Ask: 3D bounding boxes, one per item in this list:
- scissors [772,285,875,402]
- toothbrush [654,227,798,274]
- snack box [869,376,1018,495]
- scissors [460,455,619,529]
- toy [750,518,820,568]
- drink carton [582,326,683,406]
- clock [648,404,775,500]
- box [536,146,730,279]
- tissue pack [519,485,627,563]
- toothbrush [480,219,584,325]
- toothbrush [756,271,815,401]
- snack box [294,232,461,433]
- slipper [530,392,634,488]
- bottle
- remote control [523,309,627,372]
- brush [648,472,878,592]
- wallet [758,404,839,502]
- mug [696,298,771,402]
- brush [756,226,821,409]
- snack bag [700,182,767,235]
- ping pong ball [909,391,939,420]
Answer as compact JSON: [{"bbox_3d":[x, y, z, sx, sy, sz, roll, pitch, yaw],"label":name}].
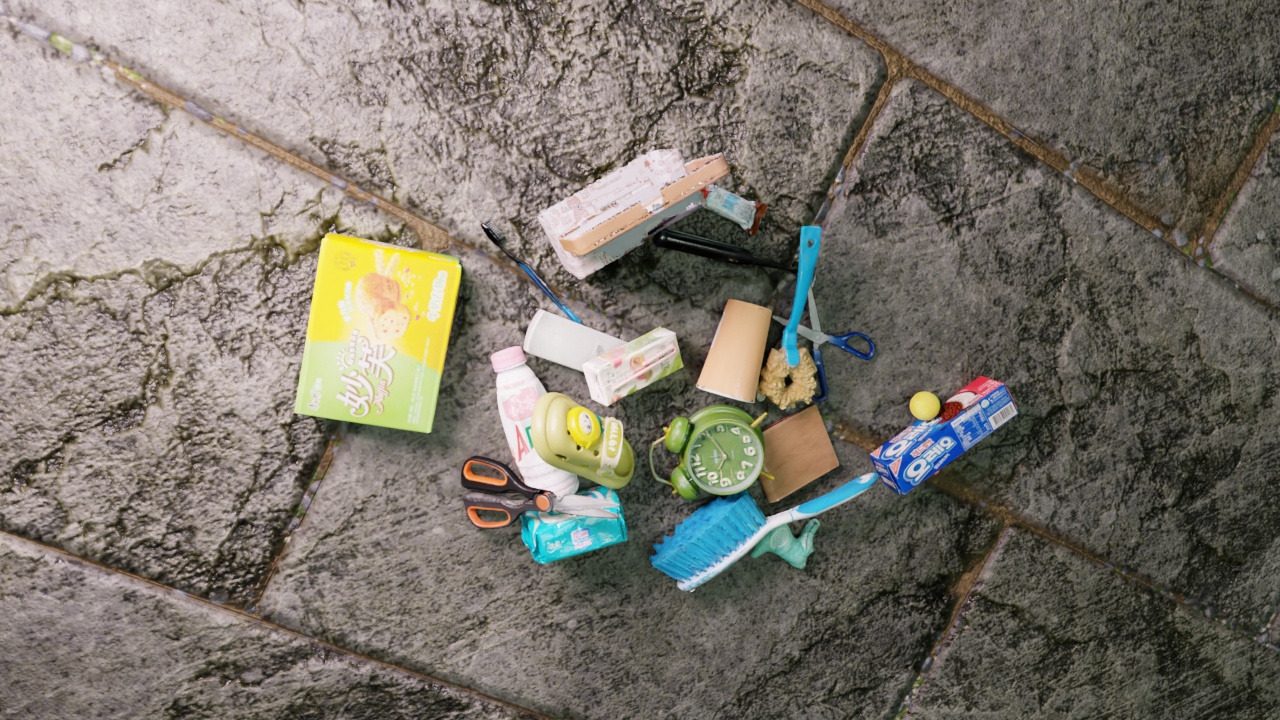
[{"bbox_3d":[0.246,-0.021,1.231,0.174,0.012,0.162,2,107,-20],"label":"scissors"},{"bbox_3d":[0.121,-0.137,1.179,0.212,0.027,0.026,11,143,-17],"label":"toothbrush"},{"bbox_3d":[0.424,0.104,1.286,0.207,0.058,0.057,-34,107,-5],"label":"snack box"},{"bbox_3d":[-0.124,0.182,1.118,0.235,0.021,0.149,26,114,20],"label":"scissors"},{"bbox_3d":[0.208,0.252,1.280,0.092,0.030,0.096,38,83,-23],"label":"toy"},{"bbox_3d":[-0.007,0.007,1.147,0.122,0.045,0.053,-26,117,-24],"label":"drink carton"},{"bbox_3d":[0.091,0.123,1.201,0.161,0.056,0.116,-9,102,0],"label":"clock"},{"bbox_3d":[-0.011,-0.166,1.017,0.176,0.260,0.082,-31,105,-6],"label":"box"},{"bbox_3d":[-0.087,0.205,1.163,0.133,0.093,0.050,-14,108,-11],"label":"tissue pack"},{"bbox_3d":[-0.127,-0.102,1.132,0.189,0.014,0.016,46,64,-18],"label":"toothbrush"},{"bbox_3d":[0.195,-0.032,1.222,0.016,0.017,0.187,20,95,-17],"label":"toothbrush"},{"bbox_3d":[-0.305,-0.031,1.072,0.157,0.070,0.210,10,99,-16],"label":"snack box"},{"bbox_3d":[-0.053,0.095,1.123,0.082,0.091,0.190,-18,145,30],"label":"slipper"},{"bbox_3d":[-0.135,0.080,1.141,0.068,0.068,0.197,-19,101,-10],"label":"bottle"},{"bbox_3d":[-0.078,-0.017,1.144,0.135,0.019,0.056,20,94,-28],"label":"remote control"},{"bbox_3d":[0.166,0.210,1.231,0.314,0.060,0.109,-36,107,3],"label":"brush"},{"bbox_3d":[0.208,0.127,1.259,0.115,0.020,0.101,-25,105,-11],"label":"wallet"},{"bbox_3d":[0.125,-0.014,1.183,0.078,0.078,0.123,14,92,-16],"label":"mug"},{"bbox_3d":[0.199,-0.048,1.166,0.083,0.045,0.255,-1,118,-11],"label":"brush"},{"bbox_3d":[0.111,-0.197,1.163,0.105,0.026,0.045,22,86,-18],"label":"snack bag"},{"bbox_3d":[0.396,0.063,1.279,0.040,0.040,0.040,-3,102,-13],"label":"ping pong ball"}]
